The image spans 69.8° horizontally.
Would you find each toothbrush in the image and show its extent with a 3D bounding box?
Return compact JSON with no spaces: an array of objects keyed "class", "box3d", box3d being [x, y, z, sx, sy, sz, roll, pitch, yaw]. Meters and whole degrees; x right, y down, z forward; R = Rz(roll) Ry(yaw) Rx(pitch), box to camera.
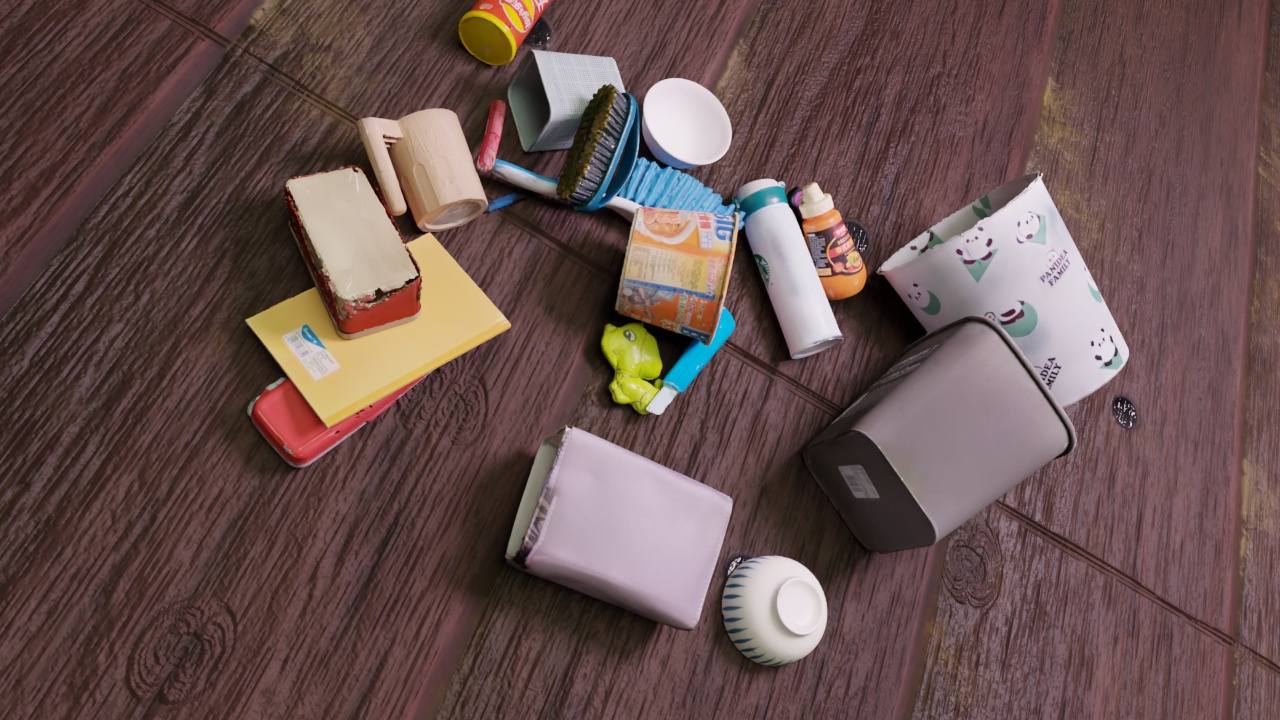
[{"class":"toothbrush","box3d":[-0.105,-0.205,1.065,0.189,0.016,0.014,-27,88,-29]}]

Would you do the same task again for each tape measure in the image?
[{"class":"tape measure","box3d":[0.206,-0.189,1.190,0.057,0.039,0.057,35,54,-17]}]

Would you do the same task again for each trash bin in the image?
[{"class":"trash bin","box3d":[0.467,-0.072,1.171,0.229,0.230,0.252,-35,94,-31]},{"class":"trash bin","box3d":[0.332,0.094,1.064,0.219,0.199,0.198,-32,85,-24]}]

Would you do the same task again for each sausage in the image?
[{"class":"sausage","box3d":[-0.165,-0.251,1.022,0.020,0.020,0.155,20,40,-17]}]

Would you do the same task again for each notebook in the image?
[{"class":"notebook","box3d":[-0.251,-0.037,0.893,0.205,0.010,0.146,-33,68,-29]}]

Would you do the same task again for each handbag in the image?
[{"class":"handbag","box3d":[-0.022,0.170,0.918,0.197,0.099,0.144,26,61,-16]}]

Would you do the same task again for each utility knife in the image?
[{"class":"utility knife","box3d":[0.058,0.001,1.051,0.034,0.018,0.185,46,52,-8]}]

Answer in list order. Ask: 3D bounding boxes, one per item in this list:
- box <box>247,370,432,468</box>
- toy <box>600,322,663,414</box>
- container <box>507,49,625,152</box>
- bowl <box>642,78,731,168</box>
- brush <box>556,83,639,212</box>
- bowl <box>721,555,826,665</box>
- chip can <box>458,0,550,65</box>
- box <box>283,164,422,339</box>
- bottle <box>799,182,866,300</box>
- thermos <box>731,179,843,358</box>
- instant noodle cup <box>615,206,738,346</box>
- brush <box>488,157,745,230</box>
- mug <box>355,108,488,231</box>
[{"class":"box","box3d":[-0.279,0.016,0.894,0.087,0.048,0.200,48,59,1]},{"class":"toy","box3d":[-0.006,0.006,1.024,0.096,0.031,0.100,27,64,-22]},{"class":"container","box3d":[-0.082,-0.302,1.070,0.111,0.090,0.090,-10,77,-31]},{"class":"bowl","box3d":[0.046,-0.279,1.133,0.118,0.065,0.118,9,67,-22]},{"class":"brush","box3d":[-0.039,-0.228,1.015,0.073,0.055,0.143,26,82,-39]},{"class":"bowl","box3d":[0.153,0.265,0.983,0.116,0.066,0.116,8,69,-22]},{"class":"chip can","box3d":[-0.138,-0.451,1.108,0.073,0.073,0.216,32,61,-11]},{"class":"box","box3d":[-0.280,-0.112,0.884,0.091,0.077,0.168,-20,61,-25]},{"class":"bottle","box3d":[0.234,-0.152,1.147,0.066,0.067,0.149,-35,113,-31]},{"class":"thermos","box3d":[0.177,-0.117,1.135,0.073,0.073,0.224,-13,77,-28]},{"class":"instant noodle cup","box3d":[0.038,-0.100,1.016,0.111,0.152,0.151,12,66,0]},{"class":"brush","box3d":[-0.024,-0.194,1.070,0.314,0.061,0.109,28,74,-17]},{"class":"mug","box3d":[-0.227,-0.198,0.956,0.124,0.084,0.103,-11,76,-55]}]
